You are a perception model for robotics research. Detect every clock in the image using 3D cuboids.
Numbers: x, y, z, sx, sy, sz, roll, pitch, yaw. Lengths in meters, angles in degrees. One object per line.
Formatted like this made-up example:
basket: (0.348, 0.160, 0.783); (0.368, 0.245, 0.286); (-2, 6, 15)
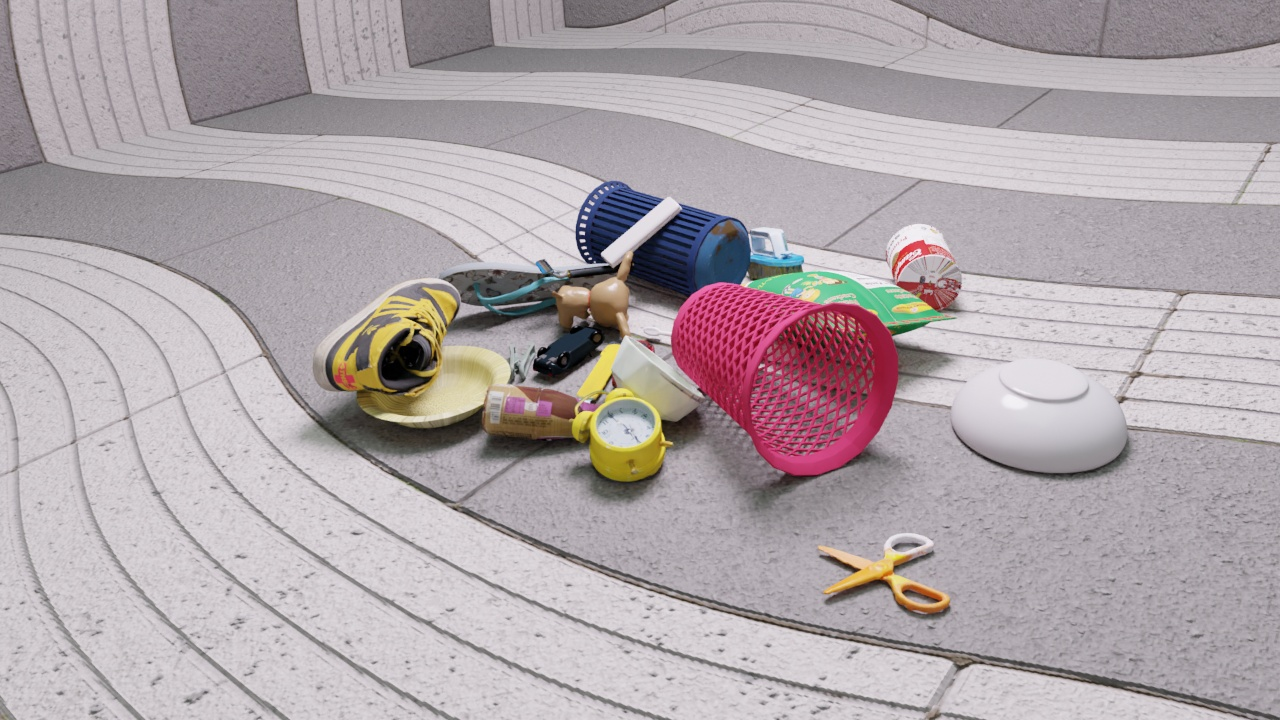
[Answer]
clock: (-0.023, 0.076, 0.983); (0.083, 0.057, 0.119); (-34, 54, -23)

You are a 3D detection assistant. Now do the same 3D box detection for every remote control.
remote control: (0.000, -0.183, 1.301); (0.131, 0.012, 0.033); (-40, 50, -2)

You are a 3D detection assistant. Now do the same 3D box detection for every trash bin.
trash bin: (0.037, -0.176, 1.375); (0.250, 0.139, 0.139); (24, 39, 38)

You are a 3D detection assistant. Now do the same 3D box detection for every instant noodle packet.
instant noodle packet: (0.238, -0.068, 1.175); (0.195, 0.090, 0.253); (-8, 16, -34)

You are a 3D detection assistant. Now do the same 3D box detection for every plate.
plate: (-0.249, 0.041, 1.123); (0.184, 0.036, 0.184); (-4, 28, 2)

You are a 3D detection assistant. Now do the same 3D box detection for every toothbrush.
toothbrush: (0.105, -0.024, 1.199); (0.223, 0.027, 0.026); (10, -3, 25)

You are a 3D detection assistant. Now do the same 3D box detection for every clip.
clip: (-0.165, 0.001, 1.200); (0.051, 0.023, 0.078); (1, 27, 15)

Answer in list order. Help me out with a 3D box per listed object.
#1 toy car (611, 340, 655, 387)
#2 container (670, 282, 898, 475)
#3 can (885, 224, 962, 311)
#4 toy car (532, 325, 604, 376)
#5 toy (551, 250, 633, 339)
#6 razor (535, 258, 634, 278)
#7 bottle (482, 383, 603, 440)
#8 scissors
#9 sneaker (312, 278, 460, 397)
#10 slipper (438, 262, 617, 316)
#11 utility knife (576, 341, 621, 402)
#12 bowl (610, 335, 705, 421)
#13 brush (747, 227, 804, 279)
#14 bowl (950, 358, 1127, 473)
toy car: (-0.007, 0.007, 1.155); (0.042, 0.036, 0.091); (5, 36, 15)
container: (0.140, -0.001, 1.021); (0.183, 0.183, 0.226); (-16, 23, -20)
can: (0.397, -0.131, 1.290); (0.087, 0.087, 0.116); (-1, 29, 7)
toy car: (-0.093, -0.012, 1.198); (0.046, 0.034, 0.111); (16, 36, 33)
toy: (-0.062, -0.080, 1.266); (0.108, 0.134, 0.106); (-1, -13, 9)
razor: (-0.075, -0.127, 1.300); (0.144, 0.022, 0.042); (-4, 33, -24)
bottle: (-0.093, 0.063, 1.040); (0.166, 0.060, 0.059); (6, 29, 1)
scissors: (0.219, 0.184, 0.819); (0.125, 0.011, 0.127); (17, 34, 32)
sneaker: (-0.276, -0.033, 1.128); (0.122, 0.086, 0.237); (7, 34, 33)
slipper: (-0.155, -0.096, 1.329); (0.268, 0.098, 0.054); (-3, 64, -16)
utility knife: (-0.055, 0.022, 1.148); (0.030, 0.018, 0.190); (0, 25, 18)
bowl: (0.011, 0.031, 1.053); (0.061, 0.117, 0.117); (-52, 36, 4)
brush: (0.199, -0.153, 1.342); (0.055, 0.075, 0.136); (-12, 14, -13)
bowl: (0.428, 0.045, 0.985); (0.176, 0.066, 0.176); (-4, 29, 2)
